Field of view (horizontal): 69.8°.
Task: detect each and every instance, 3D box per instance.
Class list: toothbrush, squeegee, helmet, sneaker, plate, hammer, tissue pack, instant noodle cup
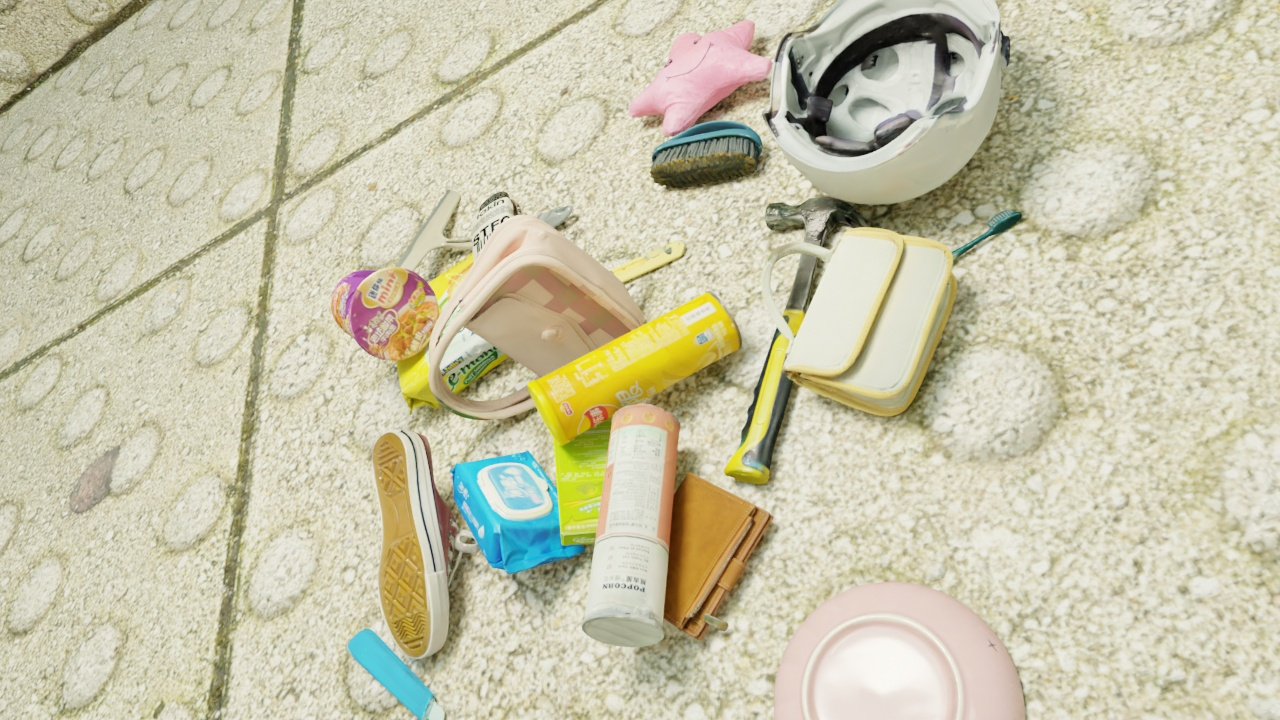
[{"bbox_3d":[0.279,-0.091,0.887,0.192,0.016,0.018,-32,38,11],"label":"toothbrush"},{"bbox_3d":[-0.195,-0.172,1.237,0.247,0.039,0.245,-7,39,22],"label":"squeegee"},{"bbox_3d":[0.256,-0.259,0.926,0.229,0.146,0.258,4,59,31],"label":"helmet"},{"bbox_3d":[-0.227,0.191,0.982,0.119,0.087,0.240,-22,72,35],"label":"sneaker"},{"bbox_3d":[0.186,0.257,0.697,0.193,0.039,0.192,-17,53,23],"label":"plate"},{"bbox_3d":[0.151,-0.029,0.918,0.126,0.032,0.322,2,61,35],"label":"hammer"},{"bbox_3d":[-0.128,0.151,0.936,0.157,0.094,0.052,49,135,43],"label":"tissue pack"},{"bbox_3d":[-0.316,-0.062,1.105,0.099,0.111,0.111,16,69,48],"label":"instant noodle cup"}]

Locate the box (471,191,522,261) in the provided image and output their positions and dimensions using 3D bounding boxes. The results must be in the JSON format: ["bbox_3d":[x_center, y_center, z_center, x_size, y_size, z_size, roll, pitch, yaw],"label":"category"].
[{"bbox_3d":[-0.171,-0.142,1.094,0.074,0.064,0.164,-17,48,-1],"label":"box"}]

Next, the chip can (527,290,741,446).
[{"bbox_3d":[-0.005,0.005,0.926,0.213,0.072,0.072,-28,46,-11],"label":"chip can"}]

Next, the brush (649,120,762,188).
[{"bbox_3d":[0.079,-0.252,1.097,0.144,0.055,0.073,-3,60,32],"label":"brush"}]

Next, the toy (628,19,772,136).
[{"bbox_3d":[0.066,-0.363,1.168,0.195,0.074,0.178,-30,44,16],"label":"toy"}]

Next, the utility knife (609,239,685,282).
[{"bbox_3d":[-0.014,-0.108,1.093,0.152,0.018,0.031,-20,57,16],"label":"utility knife"}]

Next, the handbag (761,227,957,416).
[{"bbox_3d":[0.188,-0.050,0.856,0.179,0.063,0.163,19,74,25],"label":"handbag"}]

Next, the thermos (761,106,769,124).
[{"bbox_3d":[0.240,-0.338,1.041,0.224,0.073,0.073,-46,47,-2],"label":"thermos"}]

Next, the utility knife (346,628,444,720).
[{"bbox_3d":[-0.252,0.329,0.950,0.166,0.018,0.034,24,79,39],"label":"utility knife"}]

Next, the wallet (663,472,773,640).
[{"bbox_3d":[0.052,0.178,0.840,0.119,0.035,0.130,23,74,43],"label":"wallet"}]

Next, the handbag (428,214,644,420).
[{"bbox_3d":[-0.130,-0.025,1.003,0.234,0.193,0.093,-41,40,14],"label":"handbag"}]

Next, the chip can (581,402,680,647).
[{"bbox_3d":[-0.005,0.145,0.840,0.071,0.071,0.214,-13,49,25],"label":"chip can"}]

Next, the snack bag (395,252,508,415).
[{"bbox_3d":[-0.204,-0.053,1.141,0.247,0.068,0.158,-34,47,10],"label":"snack bag"}]

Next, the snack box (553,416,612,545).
[{"bbox_3d":[-0.044,0.110,0.927,0.085,0.026,0.156,-4,52,-8],"label":"snack box"}]
